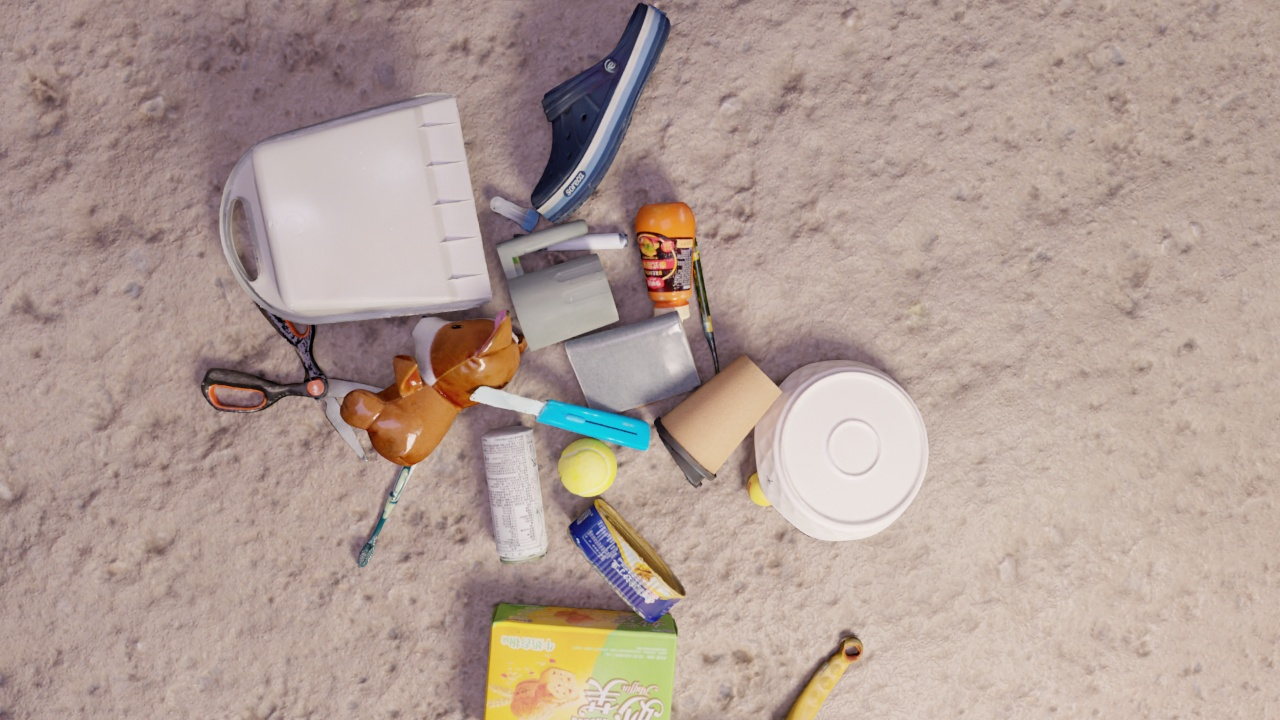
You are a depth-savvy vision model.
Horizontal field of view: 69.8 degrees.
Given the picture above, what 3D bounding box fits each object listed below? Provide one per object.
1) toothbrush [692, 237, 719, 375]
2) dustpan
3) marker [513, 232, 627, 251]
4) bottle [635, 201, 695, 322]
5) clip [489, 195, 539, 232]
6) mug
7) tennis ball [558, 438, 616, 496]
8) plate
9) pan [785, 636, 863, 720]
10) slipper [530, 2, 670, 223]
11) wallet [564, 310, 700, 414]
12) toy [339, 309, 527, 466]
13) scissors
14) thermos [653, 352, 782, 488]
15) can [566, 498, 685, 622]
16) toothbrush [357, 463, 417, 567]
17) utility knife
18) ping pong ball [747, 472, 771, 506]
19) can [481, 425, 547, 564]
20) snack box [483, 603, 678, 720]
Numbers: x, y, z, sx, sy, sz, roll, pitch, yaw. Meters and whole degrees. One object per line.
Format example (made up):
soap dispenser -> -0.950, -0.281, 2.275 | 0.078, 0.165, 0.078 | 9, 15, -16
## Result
toothbrush -> 0.071, -0.047, 1.041 | 0.017, 0.012, 0.186 | -10, 95, 10
dustpan -> -0.314, -0.148, 0.974 | 0.257, 0.143, 0.223 | -12, 98, -18
marker -> -0.079, -0.133, 1.026 | 0.131, 0.018, 0.023 | -3, 113, -1
bottle -> 0.031, -0.099, 1.015 | 0.067, 0.066, 0.149 | -5, 101, -2
clip -> -0.141, -0.165, 1.023 | 0.058, 0.036, 0.025 | 26, 95, -7
mug -> -0.090, -0.083, 0.998 | 0.103, 0.083, 0.124 | -18, 93, -2
tennis ball -> -0.059, 0.119, 1.022 | 0.065, 0.065, 0.065 | 0, 94, -2
plate -> 0.230, 0.099, 1.020 | 0.204, 0.046, 0.204 | 1, 83, -11
pan -> 0.147, 0.471, 1.068 | 0.197, 0.078, 0.358 | 37, 99, -7
slipper -> -0.054, -0.270, 0.972 | 0.095, 0.105, 0.253 | 28, 91, -11
wallet -> -0.006, 0.006, 1.020 | 0.130, 0.037, 0.107 | -16, 120, 6
toy -> -0.212, 0.017, 0.975 | 0.199, 0.140, 0.130 | -33, 86, -3
scissors -> -0.380, 0.016, 1.025 | 0.221, 0.021, 0.232 | -11, 94, -1
thermos -> 0.084, 0.063, 1.007 | 0.143, 0.093, 0.093 | -44, 95, 4
can -> -0.016, 0.225, 1.028 | 0.049, 0.074, 0.148 | -43, 94, 5
toothbrush -> -0.278, 0.151, 1.041 | 0.016, 0.018, 0.191 | 26, 93, -3
utility knife -> -0.081, 0.061, 0.991 | 0.223, 0.018, 0.034 | 17, 94, -31
ping pong ball -> 0.141, 0.145, 1.044 | 0.040, 0.040, 0.040 | 0, 94, -2
can -> -0.140, 0.149, 1.025 | 0.058, 0.058, 0.147 | -7, 95, -2
snack box -> -0.069, 0.366, 1.039 | 0.210, 0.070, 0.157 | 5, 94, -2
